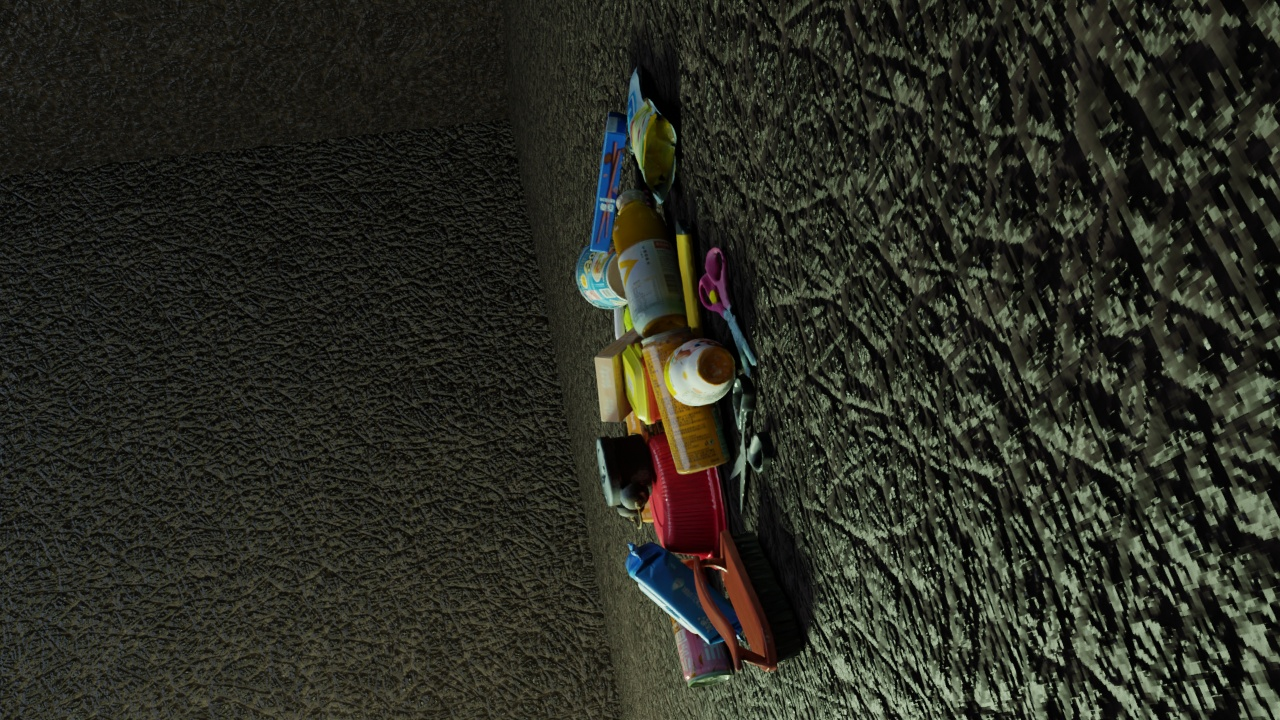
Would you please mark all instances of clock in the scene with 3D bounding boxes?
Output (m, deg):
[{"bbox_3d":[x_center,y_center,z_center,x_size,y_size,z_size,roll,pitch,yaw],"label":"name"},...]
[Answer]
[{"bbox_3d":[-0.017,0.139,1.081,0.082,0.055,0.121,105,154,-66],"label":"clock"}]

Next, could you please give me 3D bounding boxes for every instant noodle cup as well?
[{"bbox_3d":[-0.026,-0.114,1.205,0.110,0.099,0.099,-158,60,-71],"label":"instant noodle cup"},{"bbox_3d":[0.048,0.154,1.079,0.194,0.066,0.194,169,91,-81],"label":"instant noodle cup"}]

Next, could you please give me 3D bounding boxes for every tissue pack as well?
[{"bbox_3d":[0.048,0.262,1.023,0.157,0.052,0.095,41,170,-2],"label":"tissue pack"}]

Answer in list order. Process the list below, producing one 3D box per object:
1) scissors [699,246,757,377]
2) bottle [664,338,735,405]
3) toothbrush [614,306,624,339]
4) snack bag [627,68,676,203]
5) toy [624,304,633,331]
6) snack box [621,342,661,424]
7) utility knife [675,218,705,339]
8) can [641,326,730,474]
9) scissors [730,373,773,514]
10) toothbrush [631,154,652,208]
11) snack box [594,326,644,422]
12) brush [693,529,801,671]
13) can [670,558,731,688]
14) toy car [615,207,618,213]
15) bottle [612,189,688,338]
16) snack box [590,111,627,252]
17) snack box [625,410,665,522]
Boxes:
[{"bbox_3d":[0.084,-0.048,0.837,0.077,0.017,0.137,102,155,-42],"label":"scissors"},{"bbox_3d":[0.060,0.010,0.869,0.108,0.063,0.063,148,113,-80],"label":"bottle"},{"bbox_3d":[-0.026,-0.052,1.274,0.029,0.021,0.189,20,-117,-72],"label":"toothbrush"},{"bbox_3d":[0.006,-0.257,1.033,0.190,0.039,0.110,-107,6,-58],"label":"snack bag"},{"bbox_3d":[0.000,-0.053,1.274,0.100,0.031,0.097,-119,27,-57],"label":"toy"},{"bbox_3d":[0.026,0.020,1.032,0.091,0.080,0.082,-120,22,-67],"label":"snack box"},{"bbox_3d":[0.057,-0.054,0.972,0.033,0.015,0.193,-138,39,-75],"label":"utility knife"},{"bbox_3d":[0.046,0.042,0.950,0.058,0.058,0.146,146,108,-80],"label":"can"},{"bbox_3d":[0.100,0.085,0.866,0.159,0.014,0.170,-132,32,-77],"label":"scissors"},{"bbox_3d":[0.010,-0.189,1.144,0.018,0.014,0.189,157,103,-68],"label":"toothbrush"},{"bbox_3d":[-0.007,0.007,1.124,0.156,0.026,0.084,-42,-48,-57],"label":"snack box"},{"bbox_3d":[0.095,0.226,0.846,0.145,0.069,0.063,-113,16,-57],"label":"brush"},{"bbox_3d":[0.068,0.323,1.136,0.058,0.058,0.147,97,162,-60],"label":"can"},{"bbox_3d":[-0.010,-0.180,1.200,0.090,0.035,0.042,-123,24,-73],"label":"toy car"},{"bbox_3d":[0.008,-0.113,1.052,0.068,0.068,0.189,97,162,-60],"label":"bottle"},{"bbox_3d":[-0.040,-0.224,1.156,0.084,0.026,0.157,-88,7,-59],"label":"snack box"},{"bbox_3d":[0.023,0.126,1.182,0.026,0.075,0.153,-14,83,41],"label":"snack box"}]
